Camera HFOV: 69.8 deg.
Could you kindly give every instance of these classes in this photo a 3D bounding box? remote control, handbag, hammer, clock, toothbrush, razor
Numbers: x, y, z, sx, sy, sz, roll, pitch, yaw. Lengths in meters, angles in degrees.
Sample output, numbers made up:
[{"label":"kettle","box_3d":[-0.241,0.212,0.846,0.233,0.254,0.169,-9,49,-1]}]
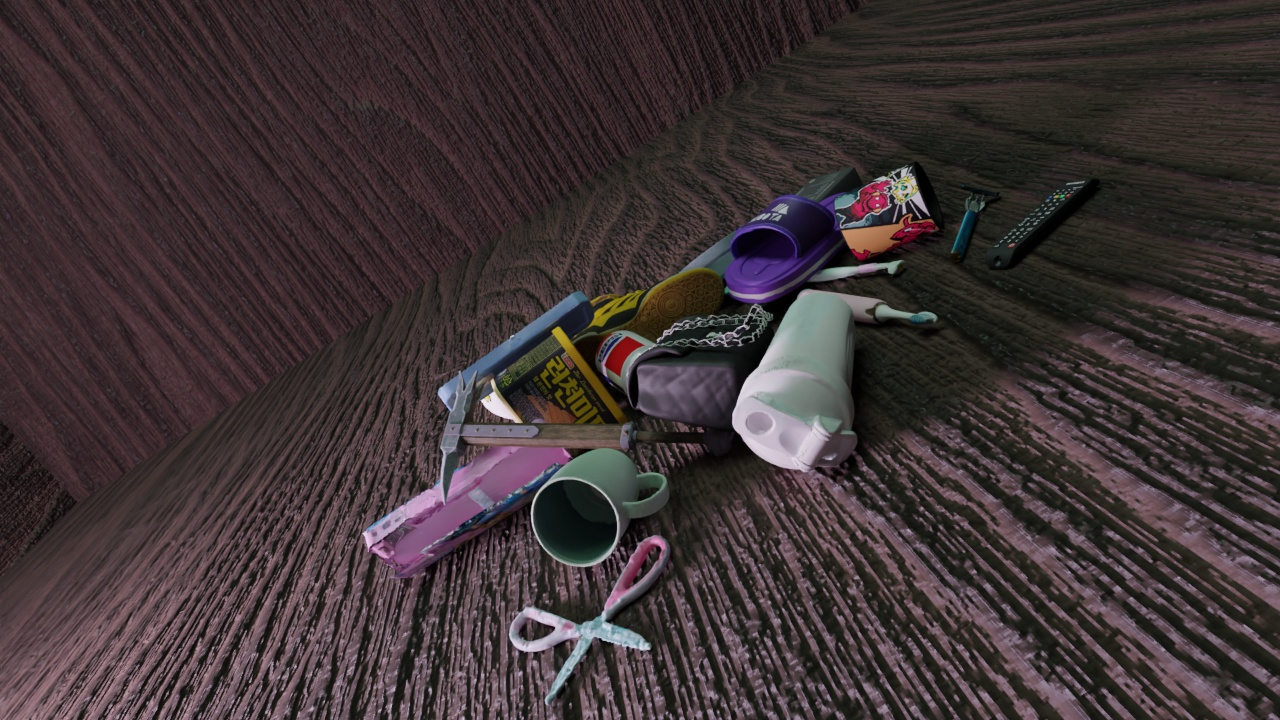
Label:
[{"label":"remote control","box_3d":[0.394,-0.137,0.899,0.146,0.015,0.033,-39,19,-17]},{"label":"handbag","box_3d":[0.059,-0.009,0.884,0.125,0.115,0.153,4,22,19]},{"label":"hammer","box_3d":[-0.061,0.080,0.919,0.317,0.028,0.146,-1,62,23]},{"label":"clock","box_3d":[0.105,-0.127,1.249,0.122,0.045,0.159,-35,-3,-8]},{"label":"toothbrush","box_3d":[0.241,-0.101,1.057,0.022,0.015,0.155,-40,19,-25]},{"label":"toothbrush","box_3d":[0.227,-0.053,0.937,0.026,0.027,0.223,-8,11,-19]},{"label":"razor","box_3d":[0.353,-0.147,0.988,0.042,0.022,0.143,17,46,18]}]

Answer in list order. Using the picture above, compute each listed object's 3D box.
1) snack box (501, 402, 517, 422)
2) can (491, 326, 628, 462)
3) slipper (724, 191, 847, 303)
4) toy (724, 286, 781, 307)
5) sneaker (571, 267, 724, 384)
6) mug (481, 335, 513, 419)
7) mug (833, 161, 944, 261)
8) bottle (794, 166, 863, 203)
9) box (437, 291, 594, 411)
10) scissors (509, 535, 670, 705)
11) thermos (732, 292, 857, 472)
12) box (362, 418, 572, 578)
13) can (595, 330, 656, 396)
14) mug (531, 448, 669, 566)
[{"label":"snack box","box_3d":[-0.114,0.039,1.151,0.080,0.095,0.092,-24,20,25]},{"label":"can","box_3d":[-0.094,0.045,1.051,0.101,0.131,0.072,-36,19,-3]},{"label":"slipper","box_3d":[0.193,-0.170,1.125,0.265,0.084,0.107,-35,31,-32]},{"label":"toy","box_3d":[0.156,-0.097,1.151,0.085,0.033,0.105,-34,22,-17]},{"label":"sneaker","box_3d":[0.004,-0.059,1.215,0.239,0.086,0.122,-29,21,15]},{"label":"mug","box_3d":[-0.169,0.023,1.254,0.094,0.115,0.068,0,2,-32]},{"label":"mug","box_3d":[0.293,-0.171,1.068,0.098,0.082,0.117,-22,-6,29]},{"label":"bottle","box_3d":[0.230,-0.199,1.268,0.173,0.046,0.084,-44,22,-31]},{"label":"box","box_3d":[-0.145,-0.004,1.101,0.209,0.043,0.125,-35,-1,-10]},{"label":"scissors","box_3d":[-0.042,0.208,0.745,0.177,0.013,0.170,-13,30,40]},{"label":"thermos","box_3d":[0.149,0.013,0.809,0.100,0.099,0.219,-22,17,28]},{"label":"box","box_3d":[-0.175,0.162,0.983,0.230,0.085,0.071,-33,46,0]},{"label":"can","box_3d":[-0.007,0.006,1.098,0.070,0.070,0.132,-36,19,-9]},{"label":"mug","box_3d":[-0.029,0.125,0.831,0.111,0.084,0.103,-8,12,18]}]
